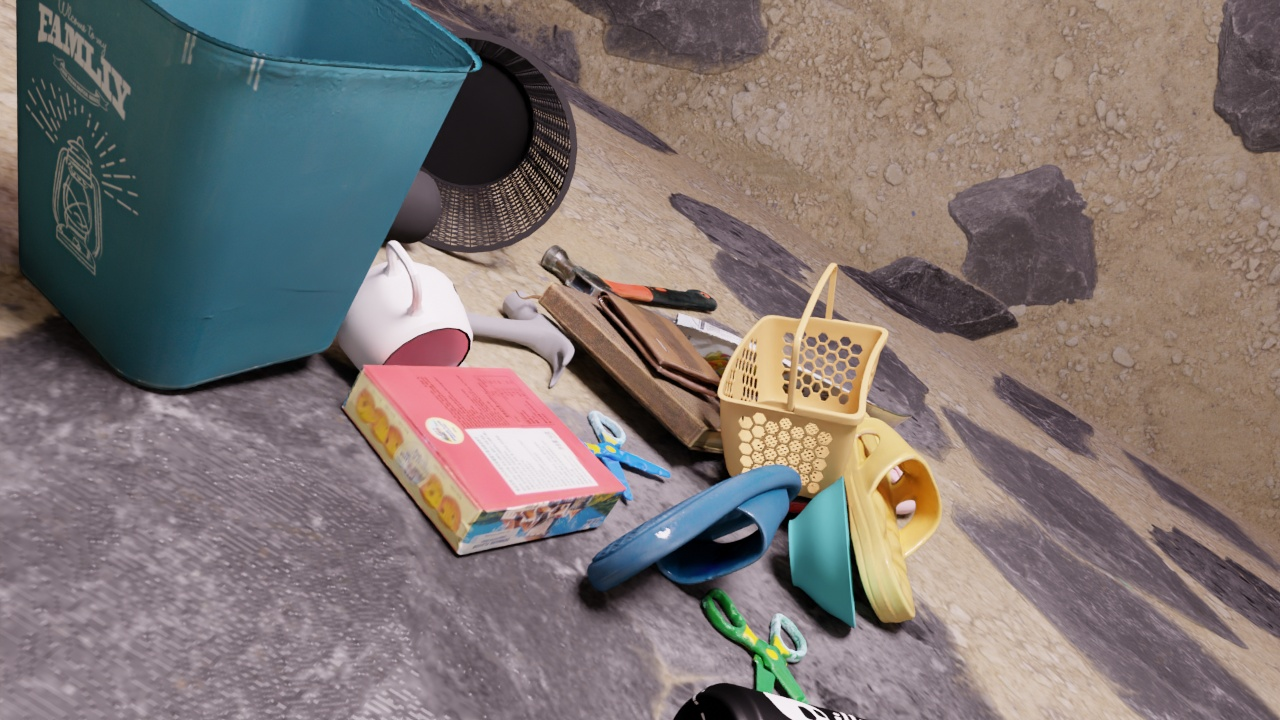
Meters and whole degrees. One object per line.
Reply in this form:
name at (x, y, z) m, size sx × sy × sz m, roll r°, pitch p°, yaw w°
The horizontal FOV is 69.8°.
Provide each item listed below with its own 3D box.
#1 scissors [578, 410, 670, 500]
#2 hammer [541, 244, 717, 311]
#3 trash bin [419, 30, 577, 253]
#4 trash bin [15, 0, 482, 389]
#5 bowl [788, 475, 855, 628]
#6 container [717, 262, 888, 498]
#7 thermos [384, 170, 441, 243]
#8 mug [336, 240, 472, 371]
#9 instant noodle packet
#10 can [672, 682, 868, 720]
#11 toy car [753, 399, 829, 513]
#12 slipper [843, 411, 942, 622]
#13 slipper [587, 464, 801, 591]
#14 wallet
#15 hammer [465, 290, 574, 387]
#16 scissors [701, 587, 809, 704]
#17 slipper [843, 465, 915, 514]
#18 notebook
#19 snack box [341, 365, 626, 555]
scissors at (-0.029, 0.075, 0.758) m, size 0.125 × 0.013 × 0.129 m, roll 24°, pitch 23°, yaw -22°
hammer at (0.013, -0.087, 1.197) m, size 0.133 × 0.033 × 0.332 m, roll 40°, pitch 19°, yaw 23°
trash bin at (-0.193, -0.255, 1.024) m, size 0.217 × 0.217 × 0.243 m, roll 27°, pitch 13°, yaw -19°
trash bin at (-0.243, -0.122, 0.535) m, size 0.196 × 0.219 × 0.198 m, roll 39°, pitch 29°, yaw 18°
bowl at (0.146, 0.156, 0.747) m, size 0.046 × 0.121 × 0.121 m, roll -5°, pitch 14°, yaw 12°
container at (0.147, 0.010, 0.830) m, size 0.129 × 0.167 × 0.182 m, roll 11°, pitch 30°, yaw 17°
thermos at (-0.270, -0.153, 0.802) m, size 0.106 × 0.106 × 0.218 m, roll 41°, pitch 15°, yaw 21°
mug at (-0.167, -0.037, 0.642) m, size 0.090 × 0.124 × 0.076 m, roll -23°, pitch 64°, yaw -27°
instant noodle packet at (0.151, 0.026, 1.024) m, size 0.269 × 0.057 × 0.147 m, roll 24°, pitch -10°, yaw -3°
can at (0.087, 0.221, 0.475) m, size 0.146 × 0.080 × 0.080 m, roll 24°, pitch 21°, yaw -26°
toy car at (0.151, 0.092, 0.912) m, size 0.081 × 0.056 × 0.189 m, roll 4°, pitch 25°, yaw 6°
slipper at (0.241, 0.133, 0.862) m, size 0.099 × 0.078 × 0.262 m, roll 61°, pitch 22°, yaw -24°
slipper at (0.044, 0.125, 0.640) m, size 0.213 × 0.104 × 0.059 m, roll -9°, pitch 67°, yaw -53°
wallet at (0.019, -0.016, 0.878) m, size 0.098 × 0.027 × 0.121 m, roll 24°, pitch 20°, yaw -46°
hammer at (-0.177, -0.035, 0.761) m, size 0.310 × 0.030 × 0.125 m, roll 9°, pitch 30°, yaw -50°
scissors at (0.094, 0.206, 0.632) m, size 0.116 × 0.012 × 0.129 m, roll 16°, pitch 25°, yaw -42°
slipper at (0.257, 0.125, 1.029) m, size 0.221 × 0.056 × 0.107 m, roll 7°, pitch 34°, yaw -50°
notebook at (-0.004, 0.006, 0.874) m, size 0.215 × 0.034 × 0.190 m, roll 44°, pitch 11°, yaw 22°
snack box at (-0.104, 0.060, 0.625) m, size 0.142 × 0.040 × 0.144 m, roll 44°, pitch 22°, yaw 27°
